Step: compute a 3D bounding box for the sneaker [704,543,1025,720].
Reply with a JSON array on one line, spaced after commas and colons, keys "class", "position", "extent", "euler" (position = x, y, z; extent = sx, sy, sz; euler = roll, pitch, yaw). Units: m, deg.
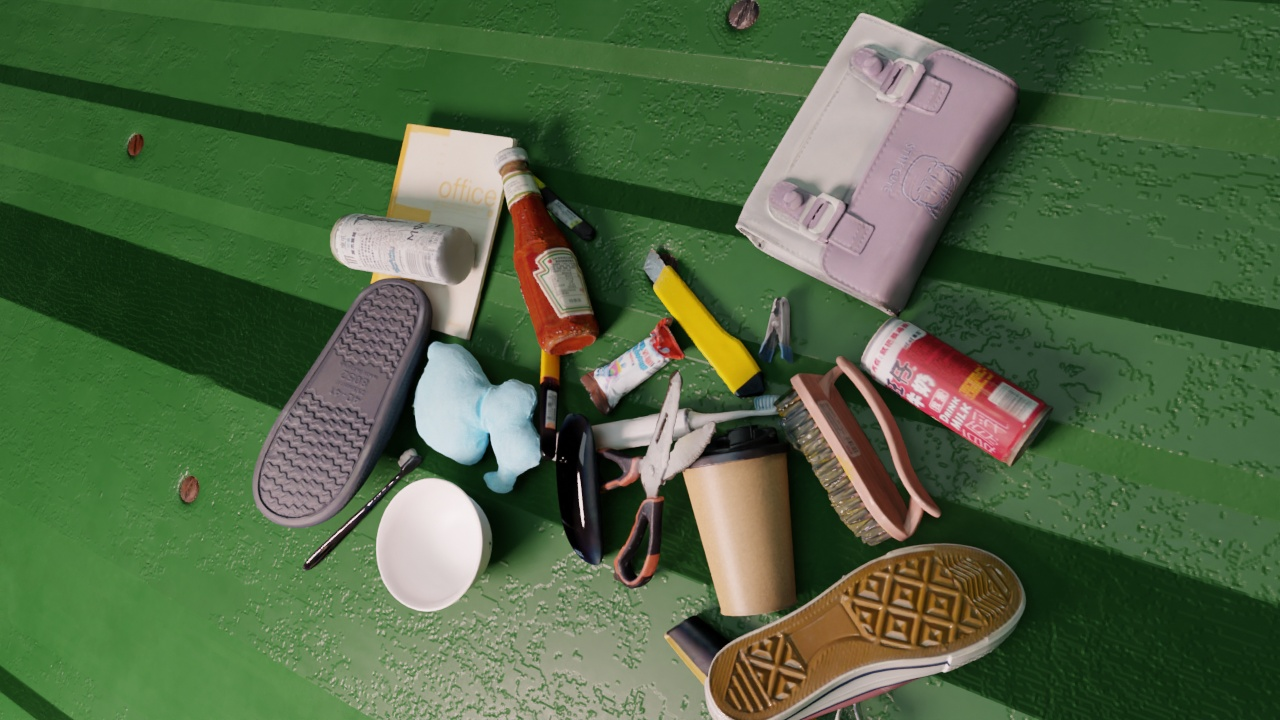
[{"class": "sneaker", "position": [0.161, 0.212, 0.671], "extent": [0.241, 0.088, 0.118], "euler": [-22, 55, -6]}]

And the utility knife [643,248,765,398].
[{"class": "utility knife", "position": [0.054, -0.034, 0.810], "extent": [0.033, 0.015, 0.177], "euler": [-40, 65, 8]}]

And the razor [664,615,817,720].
[{"class": "razor", "position": [0.083, 0.266, 0.725], "extent": [0.167, 0.062, 0.068], "euler": [39, 129, 31]}]

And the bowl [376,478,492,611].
[{"class": "bowl", "position": [-0.179, 0.171, 0.854], "extent": [0.118, 0.064, 0.118], "euler": [-5, 78, 25]}]

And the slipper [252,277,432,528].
[{"class": "slipper", "position": [-0.282, 0.048, 0.925], "extent": [0.111, 0.083, 0.267], "euler": [21, 77, 16]}]

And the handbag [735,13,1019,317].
[{"class": "handbag", "position": [0.187, -0.153, 0.728], "extent": [0.145, 0.098, 0.197], "euler": [31, 95, 21]}]

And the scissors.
[{"class": "scissors", "position": [0.002, 0.101, 0.753], "extent": [0.225, 0.015, 0.189], "euler": [-1, 97, 56]}]

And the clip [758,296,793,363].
[{"class": "clip", "position": [0.116, -0.026, 0.774], "extent": [0.044, 0.027, 0.058], "euler": [3, 81, 34]}]

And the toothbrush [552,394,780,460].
[{"class": "toothbrush", "position": [0.018, 0.059, 0.802], "extent": [0.221, 0.026, 0.026], "euler": [-12, 89, 23]}]

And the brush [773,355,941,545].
[{"class": "brush", "position": [0.168, 0.071, 0.708], "extent": [0.073, 0.063, 0.145], "euler": [-39, 67, 25]}]

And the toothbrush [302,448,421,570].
[{"class": "toothbrush", "position": [-0.287, 0.154, 0.937], "extent": [0.181, 0.015, 0.018], "euler": [-45, 59, 11]}]

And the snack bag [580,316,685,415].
[{"class": "snack bag", "position": [-0.005, 0.005, 0.824], "extent": [0.105, 0.026, 0.045], "euler": [-37, 70, 18]}]

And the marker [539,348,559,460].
[{"class": "marker", "position": [-0.084, 0.034, 0.844], "extent": [0.015, 0.018, 0.123], "euler": [-37, 45, 45]}]

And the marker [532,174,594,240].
[{"class": "marker", "position": [-0.087, -0.156, 0.900], "extent": [0.124, 0.015, 0.018], "euler": [43, 101, 25]}]

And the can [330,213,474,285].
[{"class": "can", "position": [-0.240, -0.113, 0.922], "extent": [0.147, 0.058, 0.058], "euler": [12, 85, 28]}]

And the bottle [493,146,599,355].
[{"class": "bottle", "position": [-0.095, -0.106, 0.865], "extent": [0.060, 0.059, 0.206], "euler": [-25, 73, 19]}]

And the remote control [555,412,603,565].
[{"class": "remote control", "position": [-0.056, 0.115, 0.804], "extent": [0.053, 0.024, 0.136], "euler": [4, 102, 55]}]

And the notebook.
[{"class": "notebook", "position": [-0.209, -0.136, 0.948], "extent": [0.146, 0.010, 0.206], "euler": [15, 93, 27]}]

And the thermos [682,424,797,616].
[{"class": "thermos", "position": [0.083, 0.125, 0.731], "extent": [0.093, 0.093, 0.143], "euler": [-12, 84, 23]}]

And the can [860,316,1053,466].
[{"class": "can", "position": [0.235, 0.021, 0.691], "extent": [0.133, 0.053, 0.053], "euler": [36, 96, 26]}]

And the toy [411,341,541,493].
[{"class": "toy", "position": [-0.162, 0.052, 0.877], "extent": [0.157, 0.049, 0.161], "euler": [-16, 78, 26]}]
